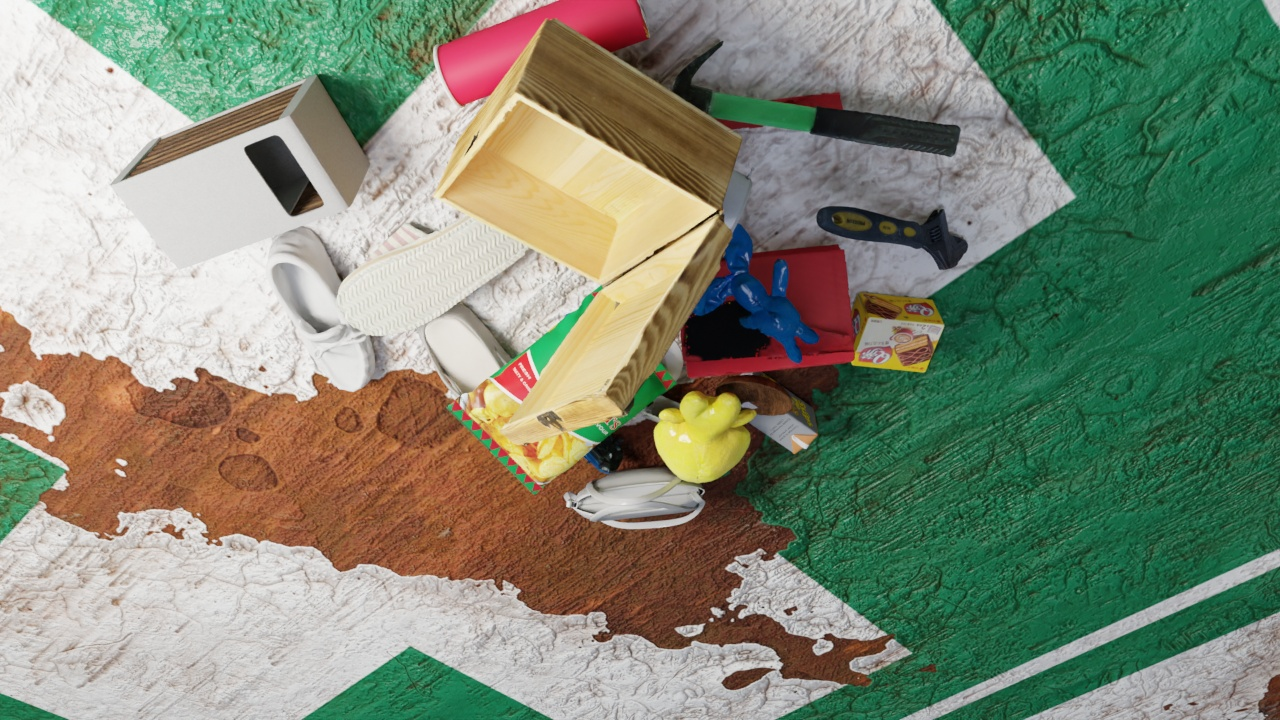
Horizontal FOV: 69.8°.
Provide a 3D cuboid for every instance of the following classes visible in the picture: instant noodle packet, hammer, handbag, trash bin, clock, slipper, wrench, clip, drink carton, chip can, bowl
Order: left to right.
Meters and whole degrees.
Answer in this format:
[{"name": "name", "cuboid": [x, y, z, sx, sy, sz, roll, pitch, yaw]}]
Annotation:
[{"name": "trash bin", "cuboid": [-0.445, -0.211, 1.036, 0.229, 0.114, 0.114, -17, 127, 12]}, {"name": "slipper", "cuboid": [-0.414, -0.055, 1.198, 0.112, 0.074, 0.247, 3, 132, 17]}, {"name": "slipper", "cuboid": [-0.259, -0.123, 1.153, 0.263, 0.052, 0.115, -27, 122, 6]}, {"name": "slipper", "cuboid": [-0.214, 0.037, 1.262, 0.113, 0.080, 0.266, -23, 126, 13]}, {"name": "chip can", "cuboid": [-0.103, -0.337, 0.971, 0.221, 0.069, 0.069, -16, 127, 11]}, {"name": "instant noodle packet", "cuboid": [-0.099, 0.046, 1.224, 0.253, 0.090, 0.195, -38, 124, 0]}, {"name": "handbag", "cuboid": [-0.013, 0.206, 1.322, 0.216, 0.222, 0.095, -7, 85, 6]}, {"name": "clip", "cuboid": [0.032, 0.078, 1.325, 0.102, 0.058, 0.052, 25, 109, -28]}, {"name": "clock", "cuboid": [0.083, -0.154, 1.008, 0.035, 0.094, 0.122, 23, 88, -7]}, {"name": "bowl", "cuboid": [0.151, 0.040, 1.209, 0.102, 0.026, 0.114, 5, 157, 20]}, {"name": "drink carton", "cuboid": [0.189, 0.070, 1.302, 0.125, 0.076, 0.049, 34, 121, -20]}, {"name": "hammer", "cuboid": [0.188, -0.265, 1.006, 0.319, 0.032, 0.130, 9, 102, 1]}, {"name": "wrench", "cuboid": [0.305, -0.152, 1.090, 0.272, 0.022, 0.073, 2, 91, -38]}]

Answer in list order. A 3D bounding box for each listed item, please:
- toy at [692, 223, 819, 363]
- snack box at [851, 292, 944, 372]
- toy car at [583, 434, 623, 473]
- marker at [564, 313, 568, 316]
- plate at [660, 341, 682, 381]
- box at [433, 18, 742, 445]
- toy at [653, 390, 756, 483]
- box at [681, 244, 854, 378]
[{"name": "toy", "cuboid": [0.133, -0.061, 1.052, 0.113, 0.071, 0.176, -45, 100, 2]}, {"name": "snack box", "cuboid": [0.335, -0.038, 1.223, 0.105, 0.061, 0.084, 5, 128, -5]}, {"name": "toy car", "cuboid": [-0.072, 0.117, 1.349, 0.044, 0.056, 0.120, -17, 125, 41]}, {"name": "marker", "cuboid": [-0.033, -0.066, 1.219, 0.133, 0.023, 0.027, -15, 106, 11]}, {"name": "plate", "cuboid": [-0.008, 0.007, 1.286, 0.134, 0.011, 0.135, 0, 129, -1]}, {"name": "box", "cuboid": [-0.072, -0.090, 0.949, 0.286, 0.333, 0.280, 24, 157, -21]}, {"name": "toy", "cuboid": [0.086, 0.100, 1.248, 0.134, 0.092, 0.208, 5, 141, -1]}, {"name": "box", "cuboid": [0.156, -0.060, 1.188, 0.214, 0.164, 0.153, -6, 173, 3]}]
